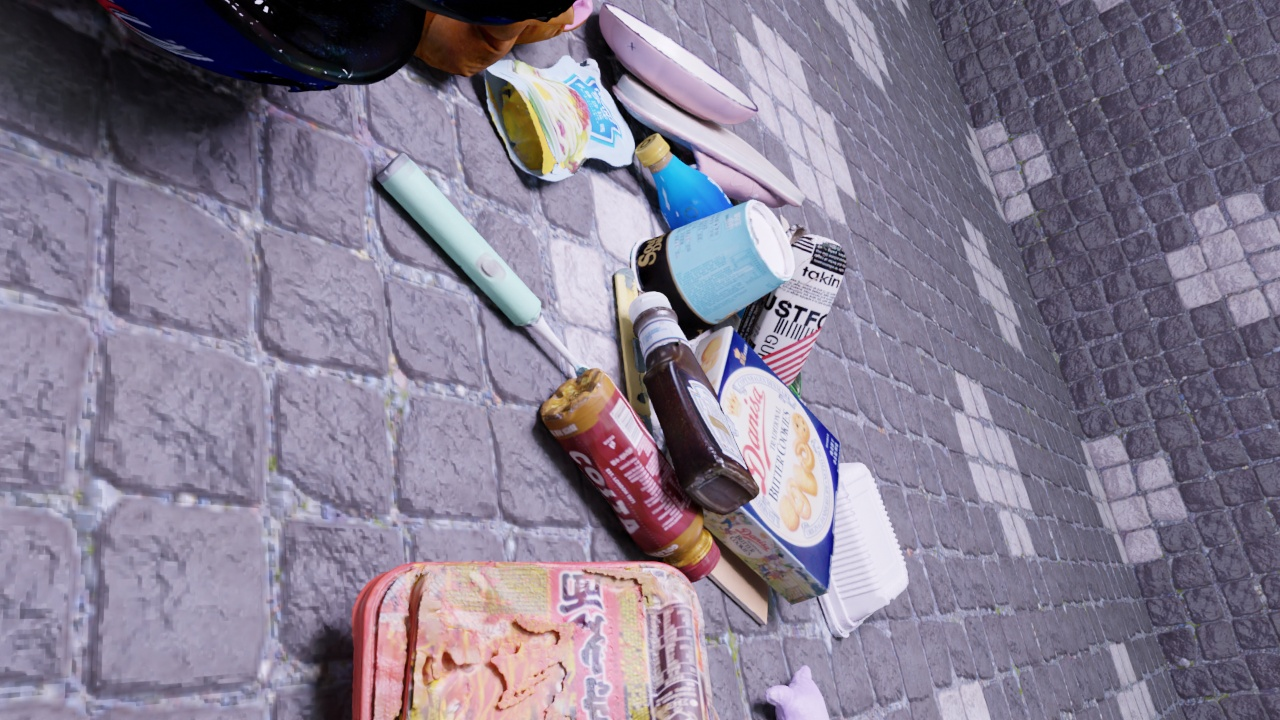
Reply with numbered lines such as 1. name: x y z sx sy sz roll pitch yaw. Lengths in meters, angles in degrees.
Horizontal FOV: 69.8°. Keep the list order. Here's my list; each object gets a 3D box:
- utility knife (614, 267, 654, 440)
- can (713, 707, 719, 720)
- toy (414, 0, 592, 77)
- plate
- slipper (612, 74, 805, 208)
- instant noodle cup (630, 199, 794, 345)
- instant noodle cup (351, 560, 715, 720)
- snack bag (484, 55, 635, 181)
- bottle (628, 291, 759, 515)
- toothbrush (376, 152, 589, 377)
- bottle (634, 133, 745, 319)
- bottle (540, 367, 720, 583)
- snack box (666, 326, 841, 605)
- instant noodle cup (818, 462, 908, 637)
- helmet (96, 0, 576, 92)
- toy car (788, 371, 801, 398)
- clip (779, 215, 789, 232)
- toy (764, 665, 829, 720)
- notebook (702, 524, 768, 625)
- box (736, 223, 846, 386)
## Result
1. utility knife: -0.005 0.005 0.773 0.031 0.021 0.198 19 59 -43
2. can: 0.001 0.249 0.572 0.116 0.059 0.058 -8 77 -58
3. toy: -0.111 -0.299 0.717 0.140 0.131 0.199 39 27 -2
4. plate: 0.034 -0.299 0.950 0.192 0.039 0.192 30 22 -14
5. slipper: 0.073 -0.217 0.971 0.274 0.054 0.114 19 27 -41
6. instant noodle cup: 0.071 -0.085 0.838 0.111 0.121 0.111 34 43 -41
7. instant noodle cup: -0.055 0.189 0.469 0.188 0.079 0.164 6 62 -24
8. snack bag: -0.062 -0.215 0.806 0.110 0.039 0.190 57 30 -3
9. bottle: 0.032 0.024 0.713 0.080 0.044 0.194 39 23 -47
10. toothbrush: -0.100 -0.054 0.651 0.026 0.027 0.224 -48 118 -14
11. bottle: 0.070 -0.133 0.922 0.218 0.065 0.065 50 35 -26
12. bottle: -0.002 0.089 0.673 0.175 0.058 0.057 55 33 -18
13. snack box: 0.107 0.091 0.819 0.182 0.046 0.177 45 38 -23
14. instant noodle cup: 0.218 0.182 0.946 0.137 0.060 0.173 -7 77 -58
15. helmet: -0.177 -0.256 0.450 0.315 0.241 0.246 51 32 -4
16. toy car: 0.145 0.035 0.956 0.043 0.036 0.091 50 39 -28
17. clip: 0.178 -0.127 1.082 0.034 0.082 0.104 30 57 -44
18. toy: 0.137 0.313 0.753 0.083 0.039 0.108 6 67 -55
19. notebook: 0.080 0.112 0.831 0.148 0.008 0.207 47 36 -29
20. box: 0.131 -0.054 0.895 0.076 0.163 0.087 12 22 -23
